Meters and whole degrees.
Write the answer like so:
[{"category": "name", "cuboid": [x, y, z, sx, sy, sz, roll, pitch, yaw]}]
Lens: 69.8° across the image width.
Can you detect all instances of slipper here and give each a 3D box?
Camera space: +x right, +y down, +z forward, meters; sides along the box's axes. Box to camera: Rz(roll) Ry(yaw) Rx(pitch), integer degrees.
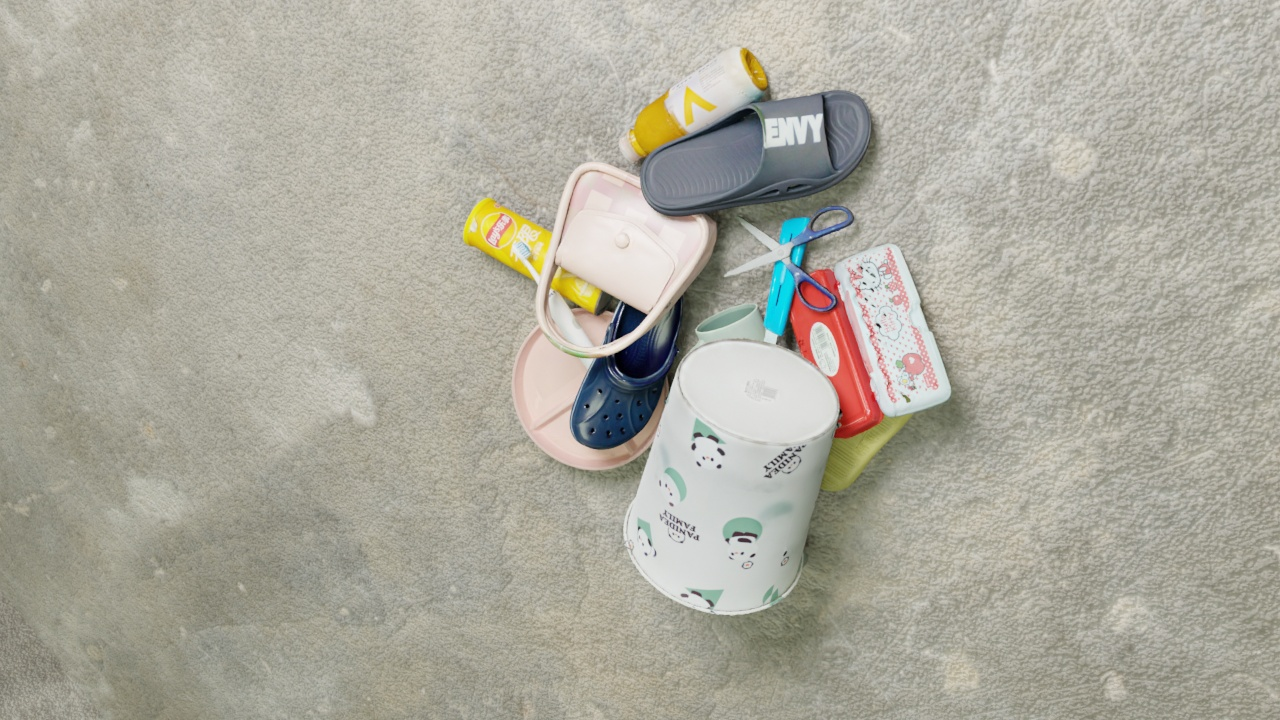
[{"category": "slipper", "cuboid": [0.271, 0.076, 1.135, 0.091, 0.081, 0.191, 38, 106, 16]}, {"category": "slipper", "cuboid": [0.124, -0.227, 1.018, 0.268, 0.083, 0.110, -14, 88, 13]}, {"category": "slipper", "cuboid": [-0.007, 0.007, 1.180, 0.105, 0.095, 0.253, 21, 98, -11]}]

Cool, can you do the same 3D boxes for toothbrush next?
[{"category": "toothbrush", "cuboid": [-0.104, -0.061, 1.206, 0.026, 0.026, 0.221, -27, 109, 16]}]

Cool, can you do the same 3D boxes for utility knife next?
[{"category": "utility knife", "cuboid": [0.171, -0.080, 1.110, 0.034, 0.018, 0.191, 14, 95, 25]}]

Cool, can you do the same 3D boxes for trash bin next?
[{"category": "trash bin", "cuboid": [0.109, 0.127, 1.075, 0.230, 0.228, 0.252, 22, 129, 15]}]

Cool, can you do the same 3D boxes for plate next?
[{"category": "plate", "cuboid": [-0.069, 0.039, 1.278, 0.230, 0.028, 0.229, 3, 101, 16]}]

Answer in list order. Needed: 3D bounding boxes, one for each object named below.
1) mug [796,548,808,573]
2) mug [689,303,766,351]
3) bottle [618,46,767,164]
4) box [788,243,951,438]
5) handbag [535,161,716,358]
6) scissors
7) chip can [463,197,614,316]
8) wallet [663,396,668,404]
[{"category": "mug", "cuboid": [0.160, 0.250, 1.235, 0.084, 0.123, 0.103, -25, 98, 32]}, {"category": "mug", "cuboid": [0.115, -0.001, 1.157, 0.111, 0.082, 0.106, -27, 106, -14]}, {"category": "bottle", "cuboid": [0.057, -0.293, 1.078, 0.190, 0.067, 0.068, -26, 99, 31]}, {"category": "box", "cuboid": [0.258, -0.023, 1.069, 0.161, 0.060, 0.201, -26, 69, 31]}, {"category": "handbag", "cuboid": [-0.035, -0.111, 1.125, 0.193, 0.093, 0.234, 29, 86, 13]}, {"category": "scissors", "cuboid": [0.180, -0.125, 1.088, 0.176, 0.012, 0.162, -32, 74, 23]}, {"category": "chip can", "cuboid": [-0.131, -0.140, 1.231, 0.213, 0.071, 0.072, 29, 120, 10]}, {"category": "wallet", "cuboid": [0.099, 0.084, 1.234, 0.097, 0.019, 0.121, -25, 100, 5]}]
